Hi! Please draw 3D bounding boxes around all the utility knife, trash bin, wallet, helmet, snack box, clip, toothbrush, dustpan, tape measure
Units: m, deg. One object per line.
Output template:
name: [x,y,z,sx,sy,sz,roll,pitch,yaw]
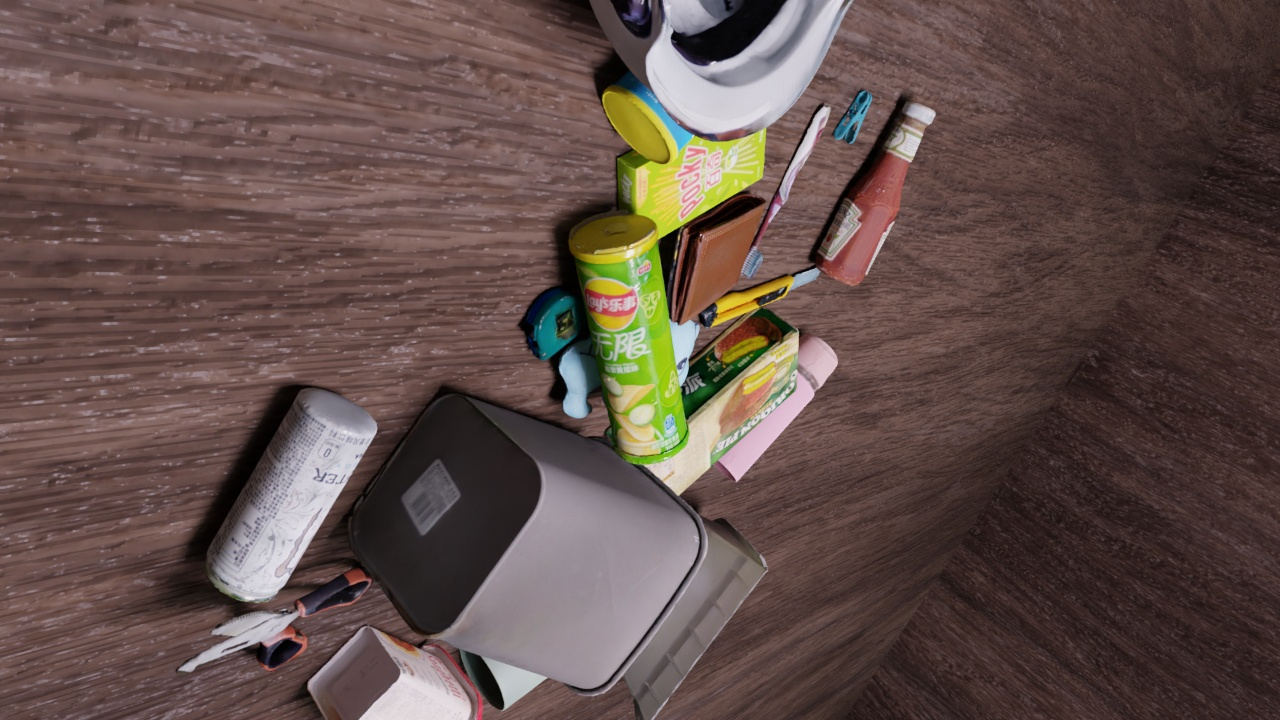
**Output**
utility knife: [0.139,-0.074,1.008,0.217,0.015,0.033,-23,141,-40]
trash bin: [-0.098,0.148,0.771,0.199,0.199,0.219,-54,142,0]
wallet: [0.069,-0.097,0.865,0.124,0.032,0.101,-35,147,-46]
helmet: [0.046,-0.278,0.547,0.228,0.146,0.259,-32,149,-28]
snack box: [0.074,0.054,1.009,0.239,0.063,0.115,-40,147,-20]
clip: [0.218,-0.248,0.935,0.034,0.013,0.055,-8,128,-51]
toothbrush: [0.145,-0.166,0.919,0.016,0.017,0.188,-4,126,-52]
snack box: [0.046,-0.164,0.782,0.156,0.026,0.086,-33,144,-27]
dustpan: [0.057,0.290,1.111,0.142,0.258,0.222,36,92,-36]
tape measure: [-0.070,-0.032,0.766,0.058,0.025,0.054,-41,148,-19]

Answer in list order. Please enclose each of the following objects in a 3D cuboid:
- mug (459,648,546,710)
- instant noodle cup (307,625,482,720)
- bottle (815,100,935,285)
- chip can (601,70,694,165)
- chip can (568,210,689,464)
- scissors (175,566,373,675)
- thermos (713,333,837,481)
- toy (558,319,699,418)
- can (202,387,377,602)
mug: [-0.132,0.296,0.983,0.106,0.082,0.112,-29,111,-32]
instant noodle cup: [-0.228,0.315,0.844,0.116,0.116,0.124,-45,137,-13]
bottle: [0.262,-0.184,1.016,0.059,0.060,0.206,-1,120,-53]
chip can: [0.068,-0.242,0.685,0.210,0.071,0.071,-46,149,-10]
chip can: [-0.006,-0.012,0.775,0.072,0.073,0.221,-32,129,-30]
scissors: [-0.272,0.203,0.690,0.196,0.015,0.214,-35,165,-47]
thermos: [0.156,0.055,1.127,0.198,0.067,0.087,-48,-179,-10]
toy: [-0.005,0.005,0.866,0.161,0.050,0.156,-47,141,-14]
can: [-0.242,0.092,0.634,0.147,0.058,0.058,-57,149,8]
